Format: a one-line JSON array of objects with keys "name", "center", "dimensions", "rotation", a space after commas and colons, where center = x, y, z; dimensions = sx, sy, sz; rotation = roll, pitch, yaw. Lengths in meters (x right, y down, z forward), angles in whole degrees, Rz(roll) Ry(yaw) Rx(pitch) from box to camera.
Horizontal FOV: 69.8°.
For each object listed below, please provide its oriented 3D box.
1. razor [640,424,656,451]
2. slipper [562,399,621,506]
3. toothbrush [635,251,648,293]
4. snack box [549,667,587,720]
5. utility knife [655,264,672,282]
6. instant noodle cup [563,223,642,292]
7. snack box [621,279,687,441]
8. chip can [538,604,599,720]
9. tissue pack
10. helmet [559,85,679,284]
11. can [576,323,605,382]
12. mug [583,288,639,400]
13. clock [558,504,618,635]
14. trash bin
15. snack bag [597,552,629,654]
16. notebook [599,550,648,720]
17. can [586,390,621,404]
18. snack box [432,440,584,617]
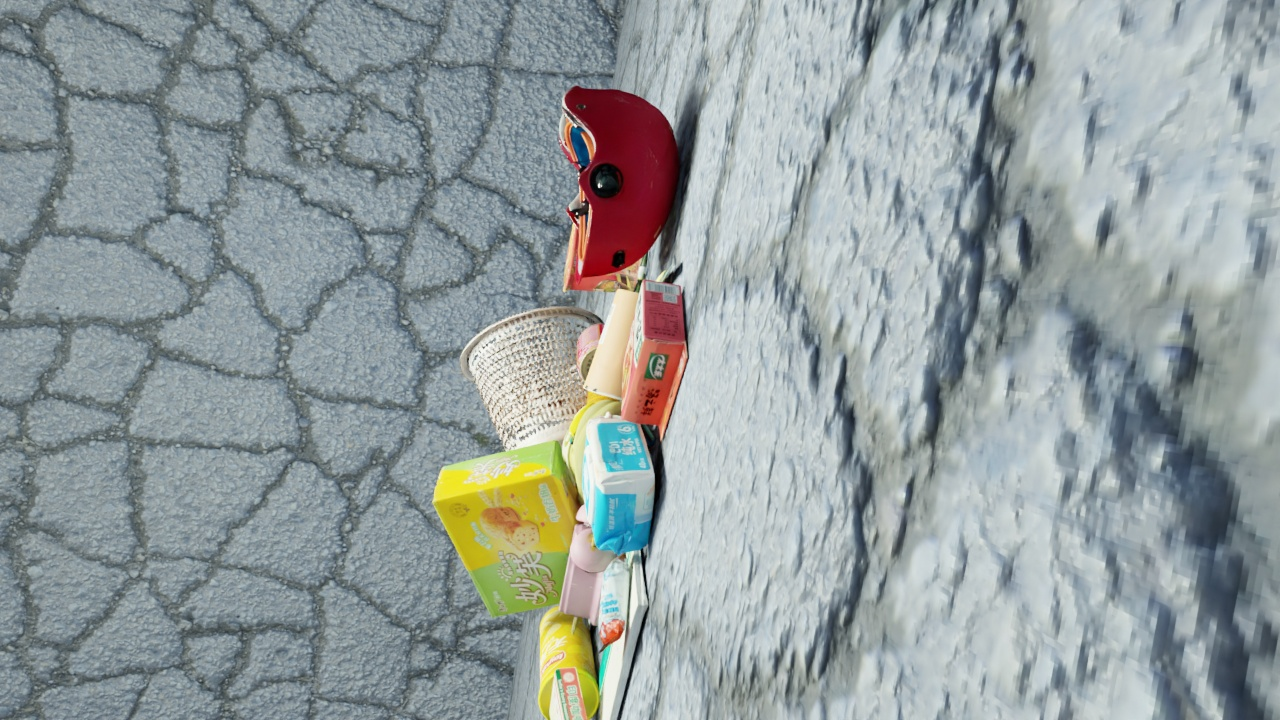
[{"name": "razor", "center": [-0.006, 0.112, 1.020], "dimensions": [0.042, 0.022, 0.143], "rotation": [58, 145, 32]}, {"name": "slipper", "center": [-0.058, 0.107, 1.078], "dimensions": [0.091, 0.081, 0.191], "rotation": [-41, -25, -28]}, {"name": "toothbrush", "center": [-0.001, -0.117, 1.290], "dimensions": [0.012, 0.017, 0.185], "rotation": [135, 143, -73]}, {"name": "snack box", "center": [-0.070, 0.412, 0.967], "dimensions": [0.155, 0.027, 0.077], "rotation": [-112, 25, -51]}, {"name": "utility knife", "center": [0.018, -0.087, 1.087], "dimensions": [0.031, 0.022, 0.213], "rotation": [-62, -2, -11]}, {"name": "instant noodle cup", "center": [-0.054, -0.166, 1.401], "dimensions": [0.138, 0.108, 0.138], "rotation": [-172, 92, -83]}, {"name": "snack box", "center": [0.012, -0.001, 0.942], "dimensions": [0.126, 0.044, 0.113], "rotation": [-91, 13, -52]}, {"name": "chip can", "center": [-0.093, 0.377, 1.157], "dimensions": [0.213, 0.072, 0.072], "rotation": [-132, 52, -81]}, {"name": "tissue pack", "center": [-0.026, 0.124, 0.938], "dimensions": [0.140, 0.063, 0.090], "rotation": [-108, 20, -61]}, {"name": "helmet", "center": [-0.023, -0.217, 1.126], "dimensions": [0.207, 0.144, 0.240], "rotation": [160, 105, -82]}, {"name": "can", "center": [-0.048, -0.004, 1.175], "dimensions": [0.093, 0.066, 0.066], "rotation": [-101, 22, -71]}, {"name": "mug", "center": [-0.014, -0.017, 1.061], "dimensions": [0.078, 0.078, 0.123], "rotation": [-157, 81, -83]}, {"name": "clock", "center": [-0.054, 0.227, 1.053], "dimensions": [0.117, 0.060, 0.159], "rotation": [-81, 3, -65]}, {"name": "trash bin", "center": [-0.133, 0.060, 1.342], "dimensions": [0.228, 0.227, 0.192], "rotation": [111, 144, -58]}, {"name": "snack bag", "center": [-0.026, 0.235, 0.902], "dimensions": [0.048, 0.026, 0.104], "rotation": [124, 157, -46]}, {"name": "notebook", "center": [-0.022, 0.293, 0.961], "dimensions": [0.150, 0.012, 0.209], "rotation": [-97, 17, -67]}, {"name": "can", "center": [-0.042, 0.046, 1.240], "dimensions": [0.058, 0.058, 0.145], "rotation": [108, 169, -49]}, {"name": "snack box", "center": [-0.144, 0.214, 1.146], "dimensions": [0.070, 0.158, 0.210], "rotation": [-90, -16, -59]}]
